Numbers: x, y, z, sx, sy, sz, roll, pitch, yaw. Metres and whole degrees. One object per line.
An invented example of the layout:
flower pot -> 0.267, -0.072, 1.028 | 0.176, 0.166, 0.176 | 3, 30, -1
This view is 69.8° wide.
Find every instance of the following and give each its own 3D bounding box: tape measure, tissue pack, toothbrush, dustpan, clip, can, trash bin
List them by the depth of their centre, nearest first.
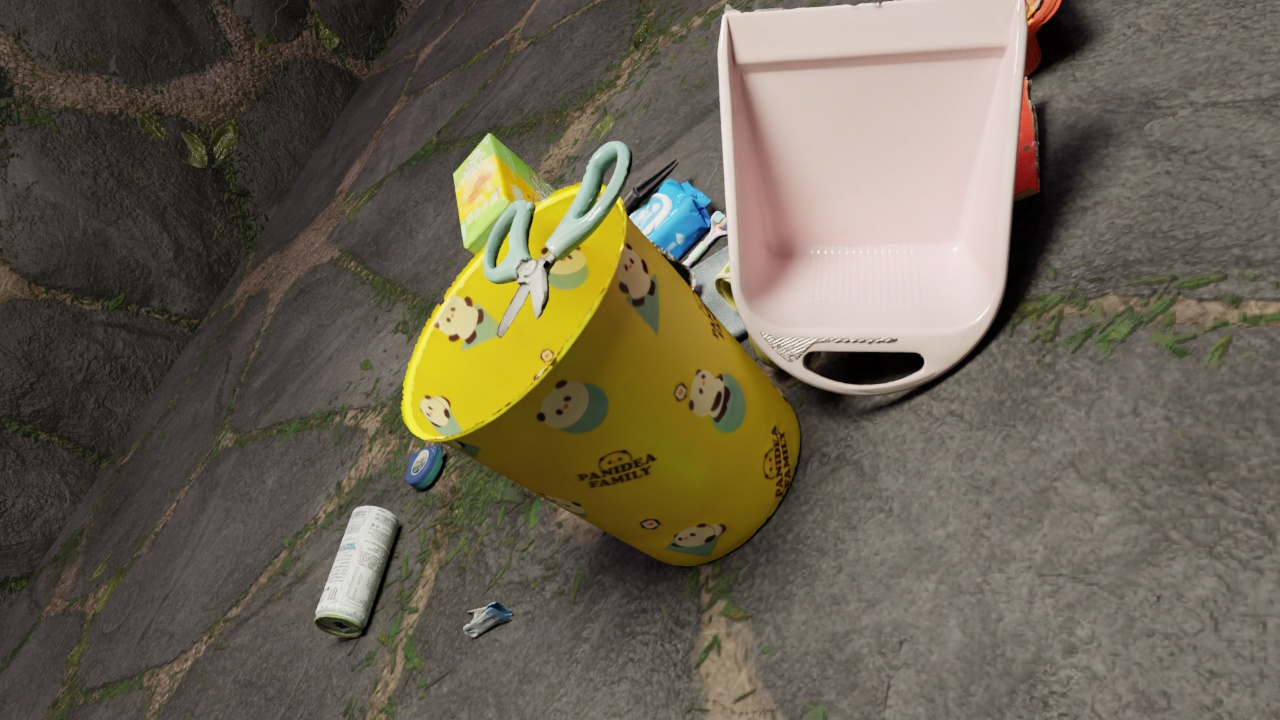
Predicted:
dustpan -> 0.171, -0.121, 0.684 | 0.223, 0.274, 0.138 | -1, 33, 15
trash bin -> -0.018, 0.027, 0.737 | 0.230, 0.255, 0.229 | -31, 37, 26
clip -> -0.149, 0.249, 0.886 | 0.057, 0.024, 0.029 | -29, 33, 36
toothbrush -> 0.033, -0.087, 1.019 | 0.189, 0.029, 0.021 | -48, -8, 5
tissue pack -> 0.012, -0.144, 1.071 | 0.157, 0.052, 0.095 | -45, 32, 6
can -> -0.332, 0.245, 1.078 | 0.058, 0.058, 0.146 | -25, 40, 33
tape measure -> -0.270, 0.135, 1.150 | 0.058, 0.025, 0.054 | -27, 40, 38

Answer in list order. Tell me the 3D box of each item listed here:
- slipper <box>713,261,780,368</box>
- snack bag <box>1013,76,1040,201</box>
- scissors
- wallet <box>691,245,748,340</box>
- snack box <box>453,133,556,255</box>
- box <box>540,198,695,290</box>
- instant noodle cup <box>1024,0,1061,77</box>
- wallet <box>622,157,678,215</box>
slipper -> 0.105, -0.077, 0.843 | 0.082, 0.092, 0.190 | -7, 53, 19
snack bag -> 0.242, -0.165, 0.810 | 0.208, 0.073, 0.128 | -12, 53, 37
scissors -> -0.077, -0.087, 0.671 | 0.179, 0.019, 0.172 | 4, 61, 52
wallet -> 0.067, -0.054, 0.928 | 0.097, 0.019, 0.120 | -30, 45, 19
snack box -> -0.124, -0.149, 1.028 | 0.070, 0.157, 0.209 | -43, 32, 15
box -> -0.075, -0.012, 0.889 | 0.274, 0.178, 0.124 | -60, 31, -1
instant noodle cup -> 0.298, -0.300, 0.862 | 0.189, 0.079, 0.164 | -28, 38, 32
wallet -> -0.009, -0.193, 1.124 | 0.096, 0.020, 0.123 | -47, 6, -37
